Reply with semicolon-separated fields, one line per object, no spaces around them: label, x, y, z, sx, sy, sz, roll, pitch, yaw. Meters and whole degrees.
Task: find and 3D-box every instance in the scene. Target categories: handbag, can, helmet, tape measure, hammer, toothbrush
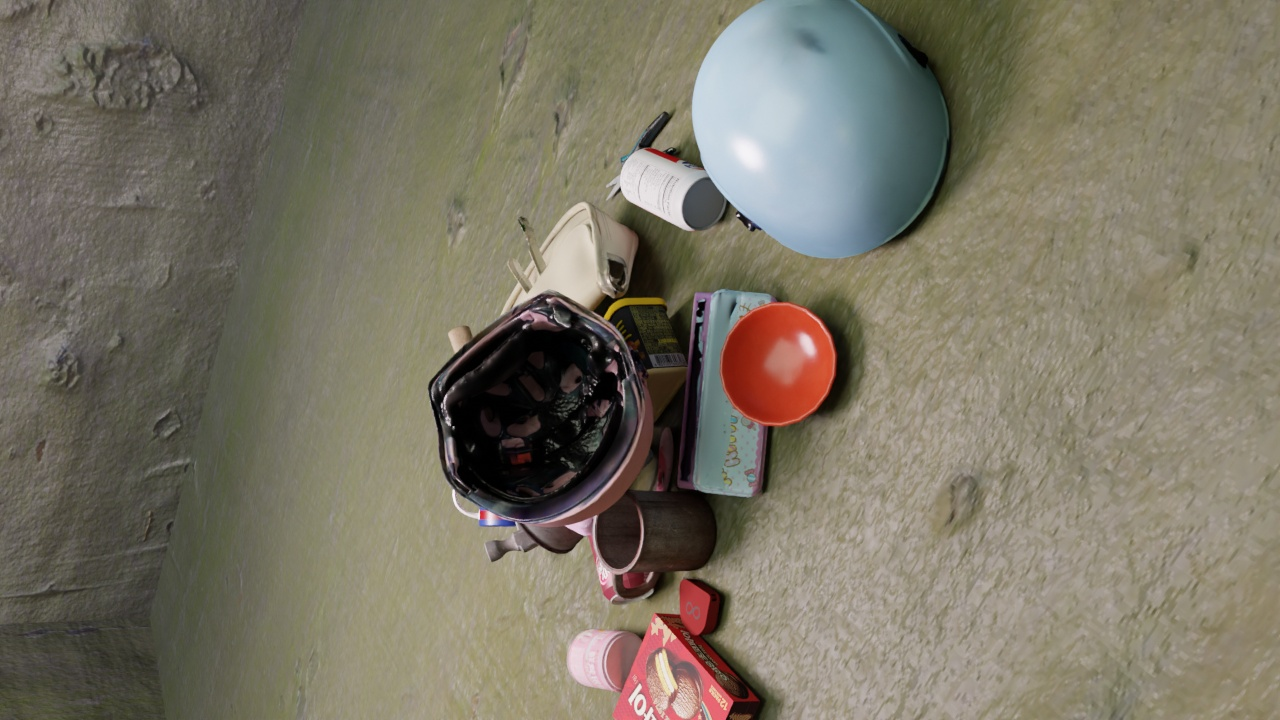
handbag;-0.112;-0.082;1.126;0.229;0.132;0.184;-51;27;19
can;0.037;-0.200;1.068;0.132;0.070;0.070;37;112;49
can;-0.038;0.348;1.066;0.076;0.067;0.067;-16;71;51
can;-0.024;0.222;1.074;0.063;0.063;0.114;-45;51;38
helmet;-0.091;0.069;0.971;0.230;0.152;0.255;-43;56;-3
tape measure;0.062;0.267;0.992;0.059;0.019;0.051;18;100;59
helmet;0.151;-0.223;0.854;0.226;0.166;0.265;-46;59;25
can;-0.006;0.006;1.070;0.131;0.072;0.101;-57;45;47
hammer;-0.199;0.102;1.255;0.031;0.119;0.331;91;157;-69
toothbrush;0.024;0.145;1.067;0.022;0.016;0.135;5;86;52

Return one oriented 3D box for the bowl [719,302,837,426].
bowl;0.140;0.005;0.905;0.122;0.035;0.122;-5;81;31

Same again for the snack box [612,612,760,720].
snack box;0.043;0.367;0.967;0.152;0.035;0.133;35;107;53

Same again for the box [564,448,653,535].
box;-0.102;0.106;1.077;0.201;0.155;0.059;24;145;21

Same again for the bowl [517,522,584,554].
bowl;-0.102;0.160;1.139;0.067;0.145;0.144;-35;55;19

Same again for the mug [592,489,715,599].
mug;0.012;0.201;0.998;0.096;0.110;0.123;28;106;56

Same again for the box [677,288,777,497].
box;0.096;0.035;0.980;0.092;0.089;0.214;5;86;9

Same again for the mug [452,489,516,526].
mug;-0.205;0.192;1.277;0.075;0.112;0.076;129;142;-76

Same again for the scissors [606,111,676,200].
scissors;0.000;-0.257;1.168;0.150;0.019;0.120;21;101;54
